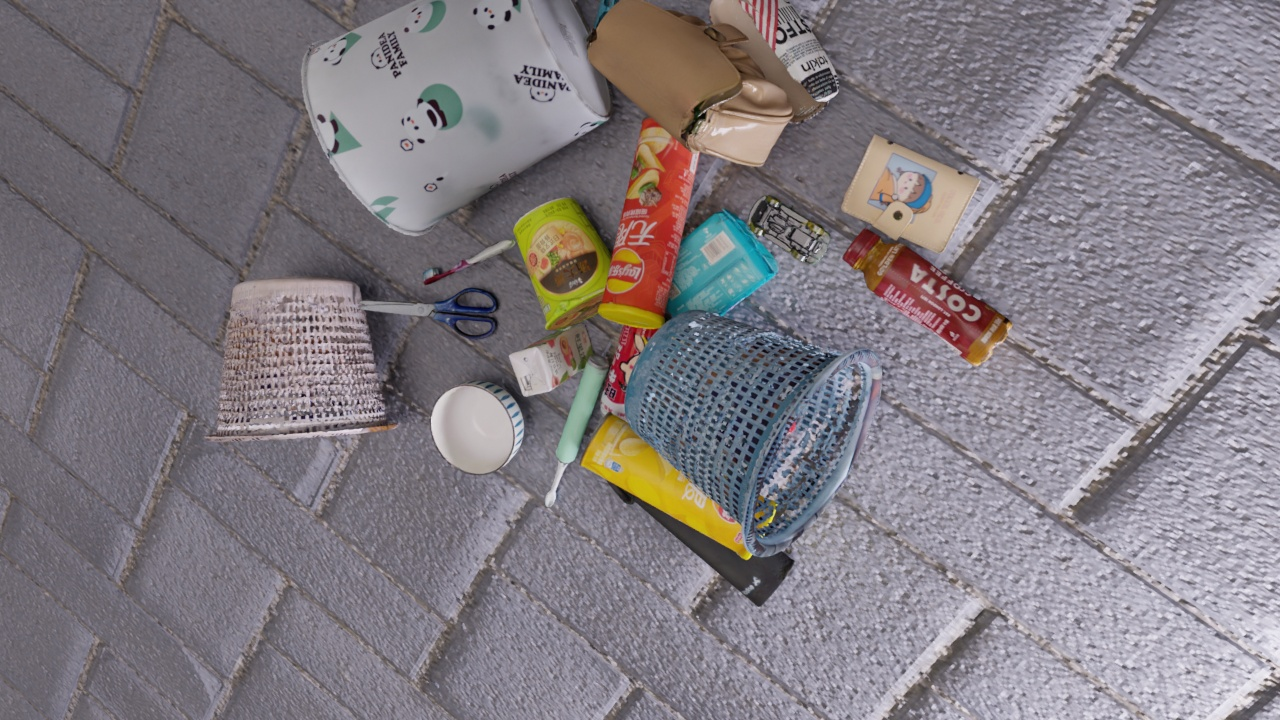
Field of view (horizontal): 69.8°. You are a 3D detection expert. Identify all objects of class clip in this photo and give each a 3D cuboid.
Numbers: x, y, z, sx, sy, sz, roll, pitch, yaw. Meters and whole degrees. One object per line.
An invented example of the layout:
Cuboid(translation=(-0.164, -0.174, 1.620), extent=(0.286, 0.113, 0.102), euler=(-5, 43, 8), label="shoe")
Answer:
Cuboid(translation=(-0.035, -0.379, 0.997), extent=(0.039, 0.013, 0.056), euler=(17, 110, 15), label="clip")

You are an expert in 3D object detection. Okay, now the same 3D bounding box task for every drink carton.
Cuboid(translation=(-0.100, -0.002, 1.056), extent=(0.046, 0.122, 0.053), euler=(-14, 100, 25), label="drink carton")

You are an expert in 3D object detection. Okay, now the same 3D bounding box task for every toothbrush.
Cuboid(translation=(-0.208, -0.119, 1.095), extent=(0.188, 0.016, 0.017), euler=(-15, 86, 45), label="toothbrush")
Cuboid(translation=(-0.082, 0.091, 1.110), extent=(0.026, 0.027, 0.225), euler=(17, 118, -7), label="toothbrush")

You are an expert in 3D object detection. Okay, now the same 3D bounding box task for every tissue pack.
Cuboid(translation=(0.074, -0.095, 1.006), extent=(0.134, 0.050, 0.093), euler=(-36, 90, 25), label="tissue pack")

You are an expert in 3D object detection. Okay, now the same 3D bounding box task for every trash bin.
Cuboid(translation=(-0.182, -0.287, 0.970), extent=(0.252, 0.229, 0.229), euler=(-22, 94, 18), label="trash bin")
Cuboid(translation=(0.101, 0.051, 0.930), extent=(0.195, 0.226, 0.227), euler=(31, 113, 31), label="trash bin")
Cuboid(translation=(-0.424, -0.001, 1.145), extent=(0.228, 0.227, 0.192), euler=(-4, 89, 21), label="trash bin")

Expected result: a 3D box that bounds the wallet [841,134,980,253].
Cuboid(translation=(0.270, -0.166, 0.930), extent=(0.115, 0.024, 0.087), euler=(27, 106, 11), label="wallet")

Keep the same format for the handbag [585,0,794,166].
Cuboid(translation=(0.051, -0.279, 0.898), extent=(0.204, 0.147, 0.100), euler=(46, 127, 25), label="handbag")

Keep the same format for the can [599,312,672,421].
Cuboid(translation=(-0.006, 0.006, 1.059), extent=(0.053, 0.053, 0.133), euler=(23, 110, 14), label="can")

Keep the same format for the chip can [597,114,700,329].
Cuboid(translation=(0.013, -0.145, 0.964), extent=(0.073, 0.073, 0.216), euler=(11, 84, 18), label="chip can")

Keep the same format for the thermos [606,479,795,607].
Cuboid(translation=(0.061, 0.188, 1.079), extent=(0.242, 0.068, 0.090), euler=(39, 139, 10), label="thermos")

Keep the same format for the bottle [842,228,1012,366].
Cuboid(translation=(0.286, -0.068, 0.927), extent=(0.175, 0.057, 0.058), euler=(38, 113, 8), label="bottle")

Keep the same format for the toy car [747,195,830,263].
Cuboid(translation=(0.157, -0.139, 0.970), extent=(0.091, 0.036, 0.043), euler=(34, 113, 9), label="toy car")

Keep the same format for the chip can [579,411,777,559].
Cuboid(translation=(0.041, 0.136, 1.010), extent=(0.213, 0.072, 0.072), euler=(29, 111, 7), label="chip can")

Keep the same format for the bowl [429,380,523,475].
Cuboid(translation=(-0.195, 0.078, 1.142), extent=(0.116, 0.066, 0.116), euler=(5, 105, 19), label="bowl")

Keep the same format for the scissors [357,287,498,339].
Cuboid(translation=(-0.260, -0.073, 1.126), extent=(0.174, 0.012, 0.108), euler=(27, 104, -10), label="scissors")

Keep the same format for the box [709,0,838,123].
Cuboid(translation=(0.130, -0.315, 0.926), extent=(0.162, 0.076, 0.088), euler=(51, 142, 1), label="box")

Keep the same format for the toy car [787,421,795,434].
Cuboid(translation=(0.121, 0.067, 1.039), extent=(0.106, 0.031, 0.049), euler=(-8, 99, 24), label="toy car")

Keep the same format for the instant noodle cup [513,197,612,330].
Cuboid(translation=(-0.084, -0.113, 1.036), extent=(0.112, 0.111, 0.123), euler=(-30, 84, 24), label="instant noodle cup")
